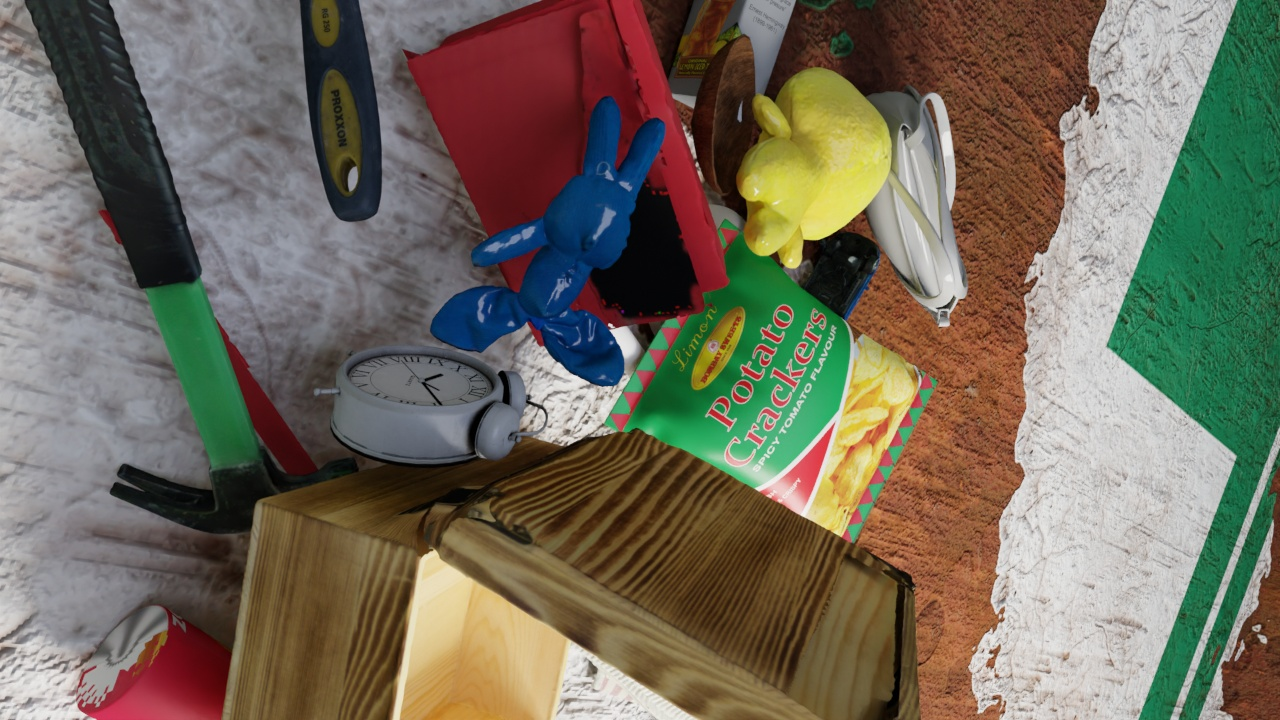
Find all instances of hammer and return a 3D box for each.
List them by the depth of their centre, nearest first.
[{"bbox_3d":[-0.245,-0.040,0.479,0.130,0.032,0.319,-10,120,-9],"label":"hammer"}]

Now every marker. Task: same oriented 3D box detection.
[{"bbox_3d":[-0.004,0.004,0.748,0.027,0.023,0.133,-36,126,0],"label":"marker"}]

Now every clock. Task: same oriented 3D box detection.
[{"bbox_3d":[-0.113,0.025,0.518,0.122,0.094,0.035,9,110,-4],"label":"clock"}]

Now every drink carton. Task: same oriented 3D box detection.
[{"bbox_3d":[0.073,-0.255,0.703,0.048,0.076,0.125,13,99,-41],"label":"drink carton"}]

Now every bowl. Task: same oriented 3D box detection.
[{"bbox_3d":[0.055,-0.172,0.642,0.102,0.026,0.114,78,28,-48],"label":"bowl"}]

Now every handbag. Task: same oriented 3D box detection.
[{"bbox_3d":[0.253,-0.121,0.800,0.096,0.222,0.216,-16,124,13],"label":"handbag"}]

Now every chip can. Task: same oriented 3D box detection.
[{"bbox_3d":[-0.245,0.241,0.591,0.069,0.069,0.220,-50,127,-17],"label":"chip can"}]

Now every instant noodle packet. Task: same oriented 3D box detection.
[{"bbox_3d":[0.120,0.034,0.770,0.252,0.090,0.195,34,79,-18],"label":"instant noodle packet"}]

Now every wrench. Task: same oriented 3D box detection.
[{"bbox_3d":[-0.166,-0.204,0.487,0.073,0.022,0.273,-11,80,4],"label":"wrench"}]

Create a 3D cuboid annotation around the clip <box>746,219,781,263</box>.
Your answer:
[{"bbox_3d":[0.117,-0.133,0.795,0.052,0.058,0.102,9,89,-25],"label":"clip"}]

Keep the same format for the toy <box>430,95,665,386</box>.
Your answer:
[{"bbox_3d":[-0.035,-0.060,0.523,0.112,0.071,0.176,26,105,-17],"label":"toy"}]

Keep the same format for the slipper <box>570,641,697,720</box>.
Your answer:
[{"bbox_3d":[-0.004,0.241,0.800,0.263,0.052,0.115,43,78,-27],"label":"slipper"}]

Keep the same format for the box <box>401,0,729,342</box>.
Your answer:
[{"bbox_3d":[-0.043,-0.144,0.632,0.152,0.165,0.214,-81,153,-56],"label":"box"}]

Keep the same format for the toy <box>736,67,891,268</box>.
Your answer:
[{"bbox_3d":[0.128,-0.148,0.701,0.207,0.092,0.134,-37,128,-41],"label":"toy"}]

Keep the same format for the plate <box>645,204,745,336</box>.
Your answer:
[{"bbox_3d":[0.059,-0.065,0.787,0.134,0.011,0.135,-12,110,-36],"label":"plate"}]

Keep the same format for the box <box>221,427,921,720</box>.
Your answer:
[{"bbox_3d":[-0.012,0.171,0.531,0.278,0.335,0.286,-11,111,-72],"label":"box"}]

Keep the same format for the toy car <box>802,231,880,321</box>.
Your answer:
[{"bbox_3d":[0.179,-0.063,0.860,0.120,0.056,0.043,-60,153,-2],"label":"toy car"}]
